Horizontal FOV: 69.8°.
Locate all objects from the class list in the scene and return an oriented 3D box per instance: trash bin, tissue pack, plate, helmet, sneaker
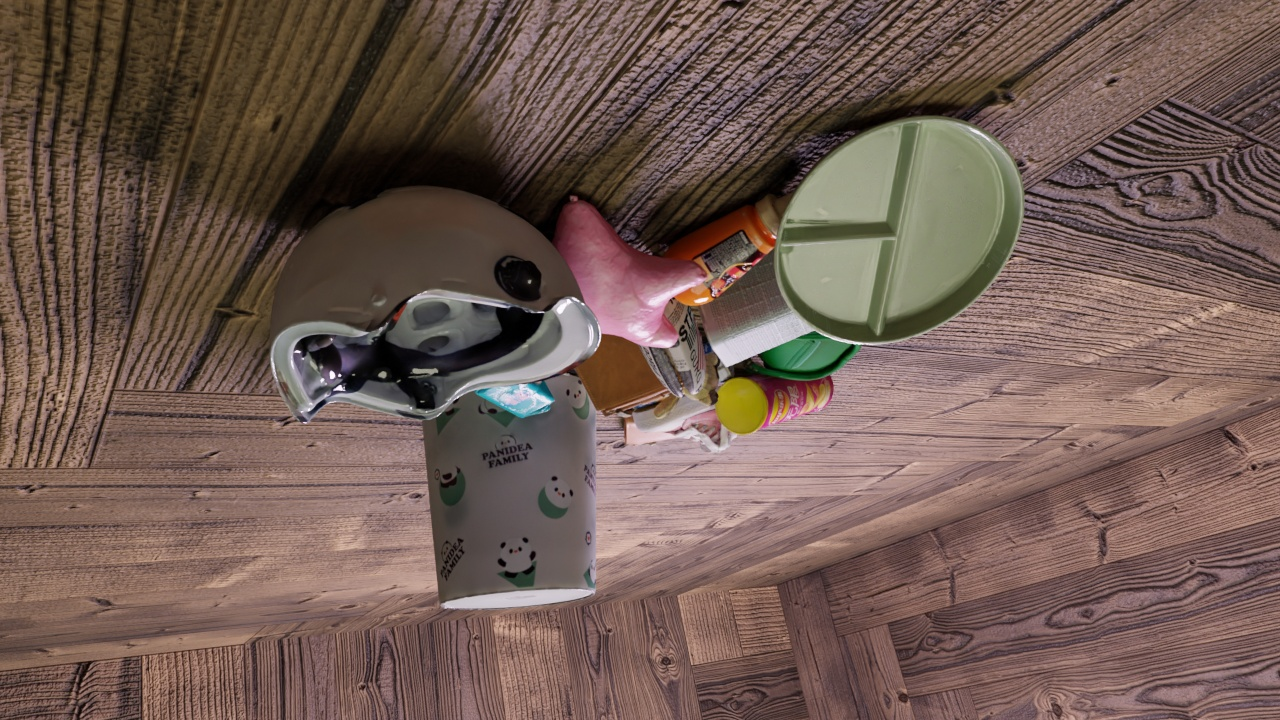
[{"bbox_3d":[-0.155,0.164,1.116,0.229,0.251,0.230,-4,160,-2],"label":"trash bin"},{"bbox_3d":[-0.144,0.004,0.966,0.050,0.093,0.133,-32,156,7],"label":"tissue pack"},{"bbox_3d":[0.230,-0.114,0.828,0.230,0.027,0.231,-5,128,-6],"label":"plate"},{"bbox_3d":[-0.169,-0.055,0.740,0.258,0.145,0.230,-6,160,-32],"label":"helmet"},{"bbox_3d":[0.095,0.081,1.234,0.240,0.088,0.119,-7,175,-41],"label":"sneaker"}]

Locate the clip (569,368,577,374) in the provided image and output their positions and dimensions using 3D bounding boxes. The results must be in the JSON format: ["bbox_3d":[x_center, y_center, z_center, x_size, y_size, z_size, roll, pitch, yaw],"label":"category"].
[{"bbox_3d":[-0.067,0.010,1.117,0.038,0.026,0.058,-18,159,37],"label":"clip"}]

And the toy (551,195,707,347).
[{"bbox_3d":[-0.035,-0.075,0.831,0.195,0.074,0.179,3,140,13],"label":"toy"}]

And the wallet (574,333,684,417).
[{"bbox_3d":[-0.006,0.006,1.034,0.131,0.119,0.035,-21,-163,21],"label":"wallet"}]

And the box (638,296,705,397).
[{"bbox_3d":[0.013,-0.026,0.946,0.082,0.075,0.163,-8,133,18],"label":"box"}]

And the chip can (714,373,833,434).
[{"bbox_3d":[0.181,0.047,1.203,0.072,0.071,0.210,-27,169,34],"label":"chip can"}]

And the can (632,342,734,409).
[{"bbox_3d":[0.047,0.017,1.154,0.135,0.053,0.053,-18,158,15],"label":"can"}]

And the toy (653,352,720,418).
[{"bbox_3d":[0.016,0.017,1.090,0.157,0.105,0.066,6,171,2],"label":"toy"}]

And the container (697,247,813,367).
[{"bbox_3d":[0.121,-0.060,0.957,0.111,0.089,0.090,-19,158,12],"label":"container"}]

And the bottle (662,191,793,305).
[{"bbox_3d":[0.089,-0.110,0.859,0.150,0.066,0.066,-32,152,27],"label":"bottle"}]

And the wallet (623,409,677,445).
[{"bbox_3d":[0.040,0.091,1.366,0.132,0.031,0.108,-9,155,-4],"label":"wallet"}]

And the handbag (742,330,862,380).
[{"bbox_3d":[0.194,-0.026,1.104,0.120,0.068,0.132,-6,157,-15],"label":"handbag"}]
